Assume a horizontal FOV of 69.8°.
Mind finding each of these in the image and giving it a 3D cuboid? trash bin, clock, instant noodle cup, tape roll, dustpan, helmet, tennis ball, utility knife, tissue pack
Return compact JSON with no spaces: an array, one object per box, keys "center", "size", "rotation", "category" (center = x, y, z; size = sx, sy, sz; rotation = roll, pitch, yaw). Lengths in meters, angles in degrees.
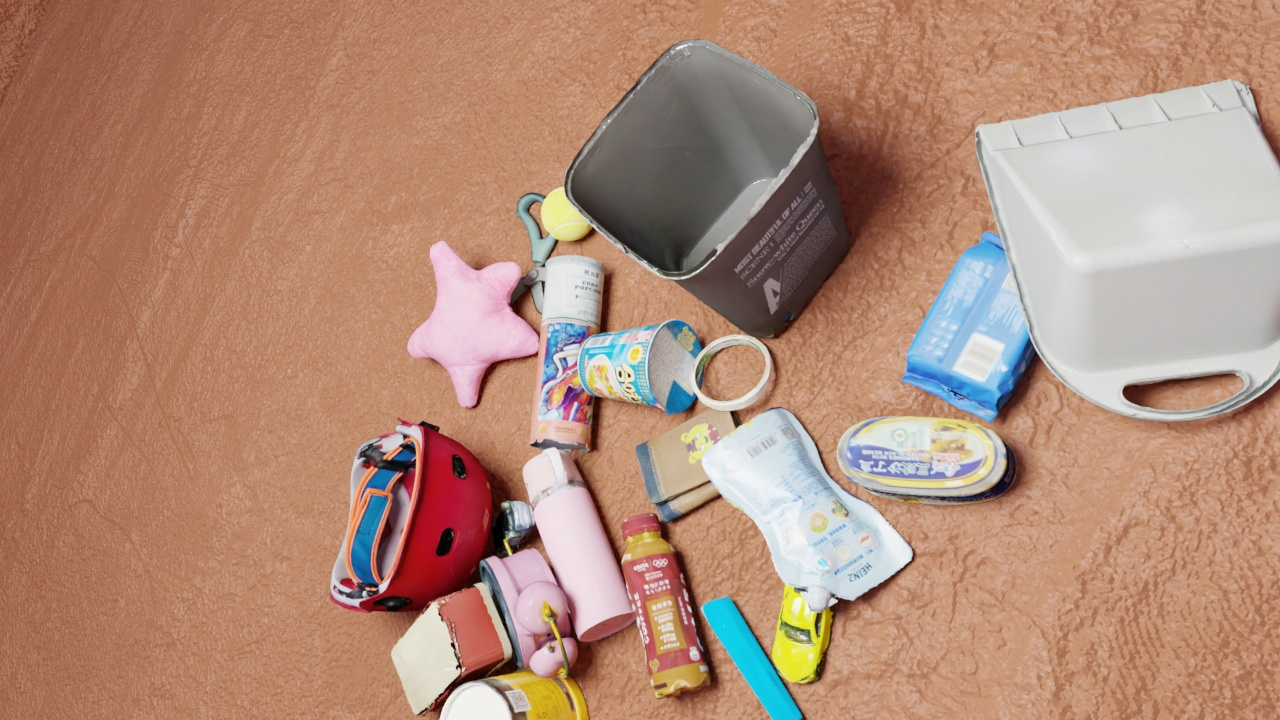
[{"center":[0.083,-0.145,0.880],"size":[0.199,0.219,0.198],"rotation":[-49,56,3],"category":"trash bin"},{"center":[-0.110,0.258,0.935],"size":[0.158,0.059,0.117],"rotation":[38,141,56],"category":"clock"},{"center":[-0.006,0.006,0.976],"size":[0.110,0.099,0.099],"rotation":[2,76,39],"category":"instant noodle cup"},{"center":[0.094,0.012,0.941],"size":[0.086,0.014,0.085],"rotation":[-14,52,18],"category":"tape roll"},{"center":[0.415,-0.088,0.757],"size":[0.223,0.143,0.257],"rotation":[-8,42,11],"category":"dustpan"},{"center":[-0.233,0.177,1.011],"size":[0.241,0.143,0.206],"rotation":[-26,53,50],"category":"helmet"},{"center":[-0.086,-0.175,1.093],"size":[0.066,0.065,0.065],"rotation":[-10,70,29],"category":"tennis ball"},{"center":[-0.131,0.369,0.925],"size":[0.119,0.114,0.118],"rotation":[-10,70,28],"category":"instant noodle cup"},{"center":[0.114,0.297,0.855],"size":[0.034,0.018,0.178],"rotation":[-51,57,26],"category":"utility knife"},{"center":[0.308,-0.031,0.815],"size":[0.095,0.052,0.157],"rotation":[29,92,33],"category":"tissue pack"}]

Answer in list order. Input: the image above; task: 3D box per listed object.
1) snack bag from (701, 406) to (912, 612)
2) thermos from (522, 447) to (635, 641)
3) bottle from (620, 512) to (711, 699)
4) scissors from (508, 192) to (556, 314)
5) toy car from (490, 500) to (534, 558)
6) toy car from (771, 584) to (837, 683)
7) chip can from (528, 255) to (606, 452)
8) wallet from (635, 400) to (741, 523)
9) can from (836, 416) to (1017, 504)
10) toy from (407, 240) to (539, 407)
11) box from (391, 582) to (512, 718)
[{"center":[0.150,0.137,0.853],"size":[0.110,0.039,0.191],"rotation":[-28,63,-18],"category":"snack bag"},{"center":[-0.067,0.185,0.962],"size":[0.067,0.087,0.198],"rotation":[-14,61,-18],"category":"thermos"},{"center":[0.020,0.239,0.906],"size":[0.058,0.057,0.174],"rotation":[-27,63,22],"category":"bottle"},{"center":[-0.152,-0.134,1.149],"size":[0.171,0.019,0.179],"rotation":[0,75,33],"category":"scissors"},{"center":[-0.144,0.187,1.021],"size":[0.091,0.034,0.043],"rotation":[-54,47,50],"category":"toy car"},{"center":[0.148,0.242,0.842],"size":[0.048,0.032,0.105],"rotation":[8,81,33],"category":"toy car"},{"center":[-0.082,-0.006,1.036],"size":[0.071,0.071,0.214],"rotation":[-4,74,31],"category":"chip can"},{"center":[0.057,0.104,0.942],"size":[0.115,0.033,0.090],"rotation":[-29,61,17],"category":"wallet"},{"center":[0.252,0.088,0.815],"size":[0.148,0.049,0.074],"rotation":[0,76,31],"category":"can"},{"center":[-0.198,-0.035,1.110],"size":[0.179,0.074,0.195],"rotation":[21,106,18],"category":"toy"},{"center":[-0.210,0.309,0.967],"size":[0.169,0.077,0.091],"rotation":[-50,60,45],"category":"box"}]
